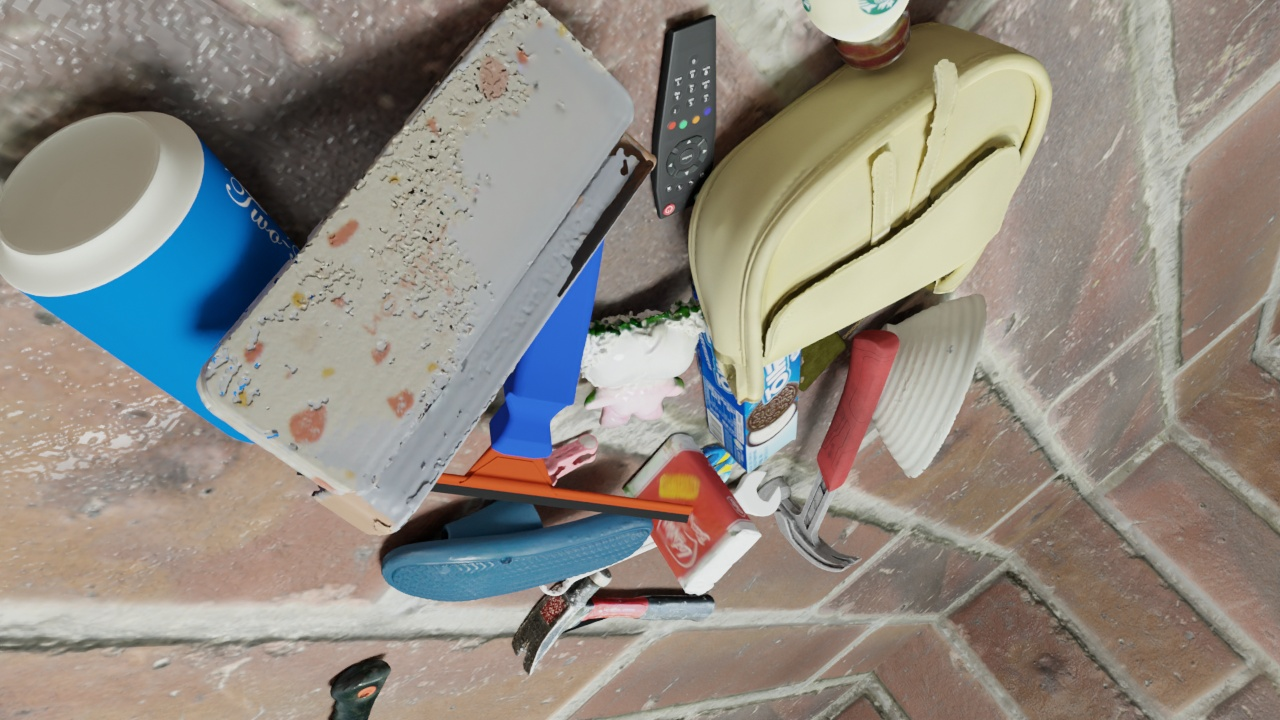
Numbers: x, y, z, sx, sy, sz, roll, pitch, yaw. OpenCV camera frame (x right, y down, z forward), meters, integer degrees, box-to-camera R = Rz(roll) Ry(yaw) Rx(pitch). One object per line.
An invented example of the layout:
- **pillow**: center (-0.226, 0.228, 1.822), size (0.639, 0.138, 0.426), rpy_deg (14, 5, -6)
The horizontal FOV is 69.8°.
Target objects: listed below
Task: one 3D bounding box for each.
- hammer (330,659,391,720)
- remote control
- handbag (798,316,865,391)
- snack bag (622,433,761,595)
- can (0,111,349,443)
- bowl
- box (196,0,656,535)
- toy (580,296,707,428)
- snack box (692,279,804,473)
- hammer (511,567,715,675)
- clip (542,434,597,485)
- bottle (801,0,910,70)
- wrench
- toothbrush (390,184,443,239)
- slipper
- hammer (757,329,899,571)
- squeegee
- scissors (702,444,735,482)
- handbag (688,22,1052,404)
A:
- **hammer**: center (-0.284, 0.376, 0.854), size (0.132, 0.033, 0.334), rpy_deg (-9, 139, -37)
- **remote control**: center (0.024, -0.130, 0.500), size (0.039, 0.010, 0.125), rpy_deg (-26, 148, -19)
- **handbag**: center (0.179, -0.054, 0.762), size (0.178, 0.027, 0.084), rpy_deg (-48, 150, 7)
- **snack bag**: center (0.041, 0.126, 0.766), size (0.036, 0.116, 0.077), rpy_deg (19, 118, -48)
- **can**: center (-0.173, -0.025, 0.369), size (0.079, 0.079, 0.146), rpy_deg (-34, 150, -6)
- **bowl**: center (0.244, 0.012, 0.836), size (0.177, 0.071, 0.177), rpy_deg (22, 88, -84)
- **box**: center (-0.084, -0.038, 0.398), size (0.215, 0.096, 0.105), rpy_deg (-58, -169, -23)
- **toy**: center (-0.004, 0.004, 0.620), size (0.095, 0.041, 0.109), rpy_deg (-10, 137, -17)
- **snack box**: center (0.084, 0.008, 0.704), size (0.059, 0.059, 0.227), rpy_deg (-34, 149, -13)
- **hammer**: center (-0.009, 0.276, 1.000), size (0.141, 0.036, 0.325), rpy_deg (-47, 149, 13)
- **clip**: center (-0.057, 0.071, 0.683), size (0.058, 0.022, 0.037), rpy_deg (-26, 146, -28)
- **bottle**: center (0.095, -0.200, 0.433), size (0.056, 0.056, 0.162), rpy_deg (-41, 150, 6)
- **wrench**: center (0.026, 0.164, 0.879), size (0.272, 0.047, 0.009), rpy_deg (-17, -178, -28)
- **toothbrush**: center (-0.135, -0.035, 0.458), size (0.132, 0.016, 0.021), rpy_deg (-50, 147, 19)
- **slipper**: center (-0.092, 0.141, 0.705), size (0.213, 0.059, 0.104), rpy_deg (-4, 147, -26)
- **hammer**: center (0.187, 0.088, 0.862), size (0.036, 0.126, 0.316), rpy_deg (-23, 145, -24)
- **squeegee**: center (-0.058, 0.003, 0.543), size (0.249, 0.055, 0.185), rpy_deg (10, 120, -19)
- **scissors**: center (0.092, 0.093, 0.872), size (0.131, 0.019, 0.105), rpy_deg (-22, 149, -22)
- **handbag**: center (0.137, -0.087, 0.551), size (0.232, 0.088, 0.191), rpy_deg (-27, 128, -18)
